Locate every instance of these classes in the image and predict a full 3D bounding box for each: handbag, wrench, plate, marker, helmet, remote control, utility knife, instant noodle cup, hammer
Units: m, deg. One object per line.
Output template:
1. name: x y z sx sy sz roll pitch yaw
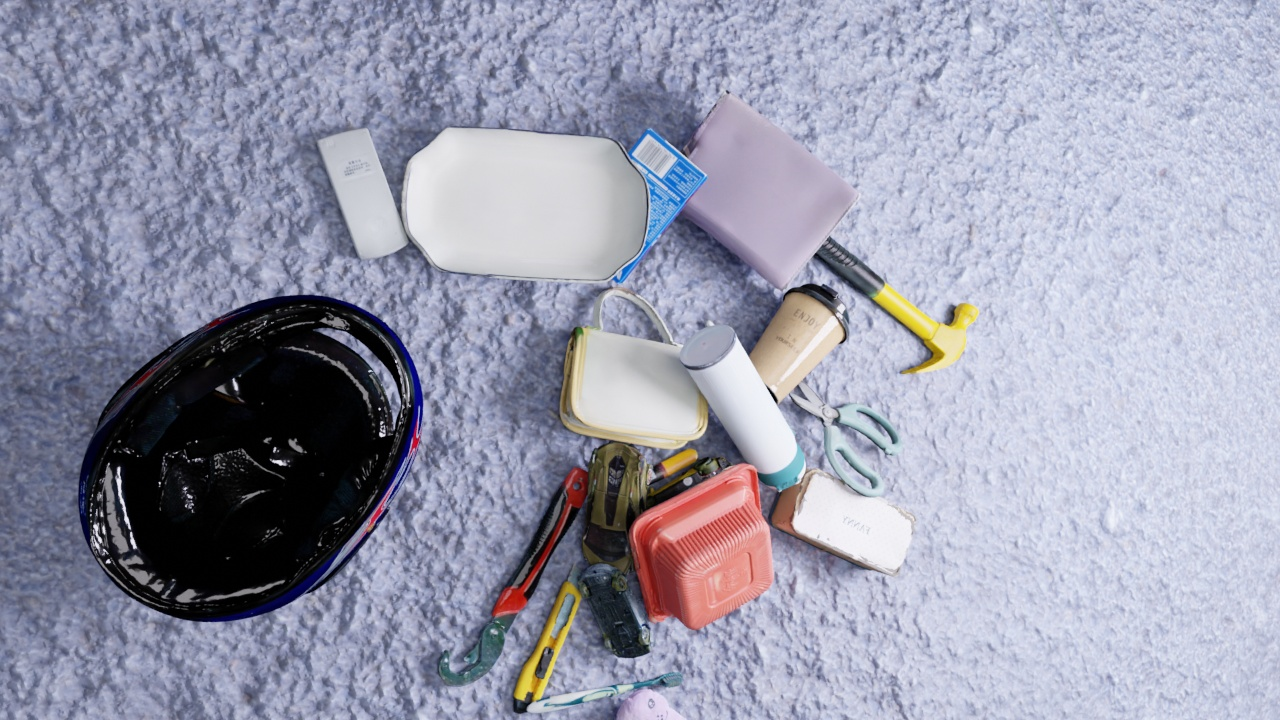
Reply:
1. handbag: 0.133 -0.195 1.071 0.197 0.098 0.145 38 93 -2
2. wrench: -0.132 0.240 1.019 0.056 0.016 0.273 38 77 -19
3. plate: -0.123 -0.167 0.997 0.265 0.034 0.162 3 90 -3
4. marker: 0.012 0.136 1.074 0.123 0.015 0.018 -25 71 -16
5. helmet: -0.337 0.078 0.831 0.247 0.240 0.315 44 85 -13
6. remote control: -0.295 -0.176 0.977 0.056 0.019 0.135 -21 95 -19
7. utility knife: -0.101 0.312 1.026 0.033 0.015 0.173 26 80 -20
8. instant noodle cup: 0.079 0.222 1.023 0.164 0.079 0.189 -26 132 -17
9. hammer: 0.301 -0.092 1.173 0.300 0.033 0.128 36 76 -15
10. handbag: -0.006 0.006 1.057 0.163 0.063 0.178 10 70 -19

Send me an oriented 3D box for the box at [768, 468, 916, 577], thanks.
1. box: 0.244 0.195 1.128 0.184 0.062 0.089 28 78 -14

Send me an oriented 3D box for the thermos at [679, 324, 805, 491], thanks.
1. thermos: 0.124 0.060 1.052 0.073 0.073 0.224 -44 124 -16

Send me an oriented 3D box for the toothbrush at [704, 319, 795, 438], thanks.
1. toothbrush: 0.135 0.025 1.120 0.017 0.016 0.187 -40 101 -24

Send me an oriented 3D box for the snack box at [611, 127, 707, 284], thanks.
1. snack box: -0.006 -0.172 1.033 0.084 0.026 0.157 40 100 2

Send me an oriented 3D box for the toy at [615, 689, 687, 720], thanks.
1. toy: 0.014 0.418 1.047 0.084 0.039 0.108 -43 115 -2

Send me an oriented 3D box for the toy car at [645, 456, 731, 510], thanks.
1. toy car: 0.049 0.169 1.070 0.155 0.041 0.071 -30 97 -12

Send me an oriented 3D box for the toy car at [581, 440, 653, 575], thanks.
1. toy car: -0.028 0.168 1.023 0.070 0.042 0.158 7 99 17

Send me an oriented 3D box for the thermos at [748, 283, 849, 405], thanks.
1. thermos: 0.181 -0.018 1.094 0.093 0.093 0.143 45 73 -12

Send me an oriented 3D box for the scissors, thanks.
1. scissors: 0.262 0.082 1.145 0.169 0.019 0.177 -24 72 -39

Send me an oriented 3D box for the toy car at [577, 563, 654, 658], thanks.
1. toy car: -0.026 0.281 1.033 0.120 0.054 0.036 65 27 -13

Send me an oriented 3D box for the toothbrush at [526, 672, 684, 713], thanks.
1. toothbrush: -0.036 0.377 1.039 0.191 0.018 0.016 -3 99 -24
